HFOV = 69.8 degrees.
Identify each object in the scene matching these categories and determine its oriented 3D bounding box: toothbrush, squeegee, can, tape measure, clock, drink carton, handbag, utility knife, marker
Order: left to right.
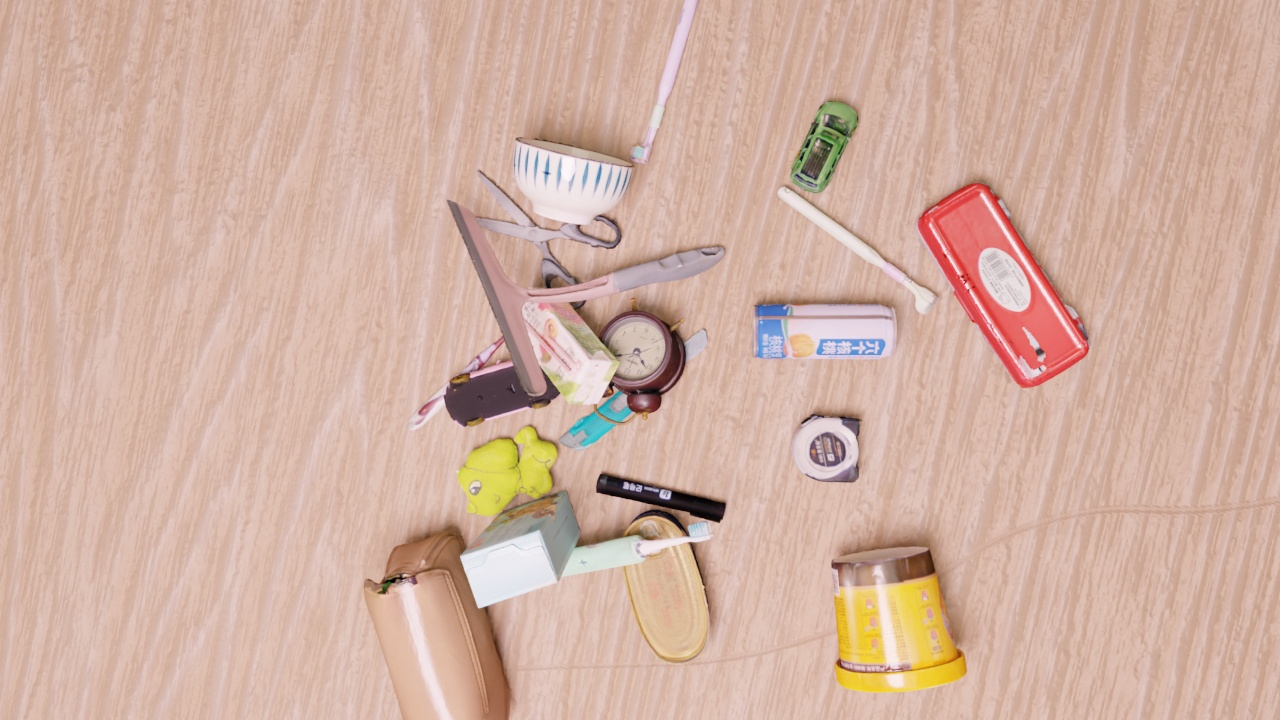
[{"bbox_3d":[-0.197,0.274,0.881,0.100,0.148,0.204,-19,85,3],"label":"handbag"},{"bbox_3d":[-0.172,0.007,0.938,0.187,0.017,0.016,-43,85,4],"label":"toothbrush"},{"bbox_3d":[-0.076,-0.016,0.881,0.122,0.045,0.054,50,122,36],"label":"drink carton"},{"bbox_3d":[-0.032,-0.077,0.882,0.249,0.040,0.247,-12,54,-20],"label":"squeegee"},{"bbox_3d":[-0.026,0.184,0.876,0.225,0.026,0.027,-18,88,33],"label":"toothbrush"},{"bbox_3d":[-0.005,0.005,0.895,0.082,0.055,0.122,24,85,17],"label":"clock"},{"bbox_3d":[-0.005,0.032,0.926,0.187,0.013,0.029,-40,87,5],"label":"utility knife"},{"bbox_3d":[0.020,0.139,0.924,0.132,0.020,0.022,12,121,4],"label":"marker"},{"bbox_3d":[0.026,0.222,0.909,0.074,0.049,0.148,-17,90,5],"label":"can"},{"bbox_3d":[0.027,-0.289,0.915,0.021,0.029,0.189,17,91,-36],"label":"toothbrush"},{"bbox_3d":[0.176,-0.028,0.889,0.134,0.053,0.053,0,91,5],"label":"can"},{"bbox_3d":[0.182,0.086,0.901,0.066,0.033,0.065,4,90,3],"label":"tape measure"},{"bbox_3d":[0.211,-0.111,0.902,0.189,0.020,0.029,38,64,4],"label":"toothbrush"}]

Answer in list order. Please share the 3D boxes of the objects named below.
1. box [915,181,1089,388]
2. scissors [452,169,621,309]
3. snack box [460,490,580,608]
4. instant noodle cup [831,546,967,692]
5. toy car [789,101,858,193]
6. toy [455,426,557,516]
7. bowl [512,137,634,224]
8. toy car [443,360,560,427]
[{"bbox_3d":[0.349,-0.074,0.883,0.086,0.047,0.201,-32,88,5],"label":"box"},{"bbox_3d":[-0.102,-0.126,0.932,0.159,0.014,0.177,-19,89,5],"label":"scissors"},{"bbox_3d":[-0.107,0.172,0.858,0.074,0.174,0.051,-18,92,4],"label":"snack box"},{"bbox_3d":[0.234,0.239,0.862,0.118,0.118,0.114,-10,83,5],"label":"instant noodle cup"},{"bbox_3d":[0.180,-0.210,0.895,0.043,0.036,0.091,25,89,5],"label":"toy car"},{"bbox_3d":[-0.136,0.112,0.929,0.100,0.031,0.096,8,78,8],"label":"toy"},{"bbox_3d":[-0.069,-0.169,0.881,0.116,0.116,0.066,14,106,5],"label":"bowl"},{"bbox_3d":[-0.138,0.028,0.925,0.122,0.037,0.056,-16,101,8],"label":"toy car"}]
